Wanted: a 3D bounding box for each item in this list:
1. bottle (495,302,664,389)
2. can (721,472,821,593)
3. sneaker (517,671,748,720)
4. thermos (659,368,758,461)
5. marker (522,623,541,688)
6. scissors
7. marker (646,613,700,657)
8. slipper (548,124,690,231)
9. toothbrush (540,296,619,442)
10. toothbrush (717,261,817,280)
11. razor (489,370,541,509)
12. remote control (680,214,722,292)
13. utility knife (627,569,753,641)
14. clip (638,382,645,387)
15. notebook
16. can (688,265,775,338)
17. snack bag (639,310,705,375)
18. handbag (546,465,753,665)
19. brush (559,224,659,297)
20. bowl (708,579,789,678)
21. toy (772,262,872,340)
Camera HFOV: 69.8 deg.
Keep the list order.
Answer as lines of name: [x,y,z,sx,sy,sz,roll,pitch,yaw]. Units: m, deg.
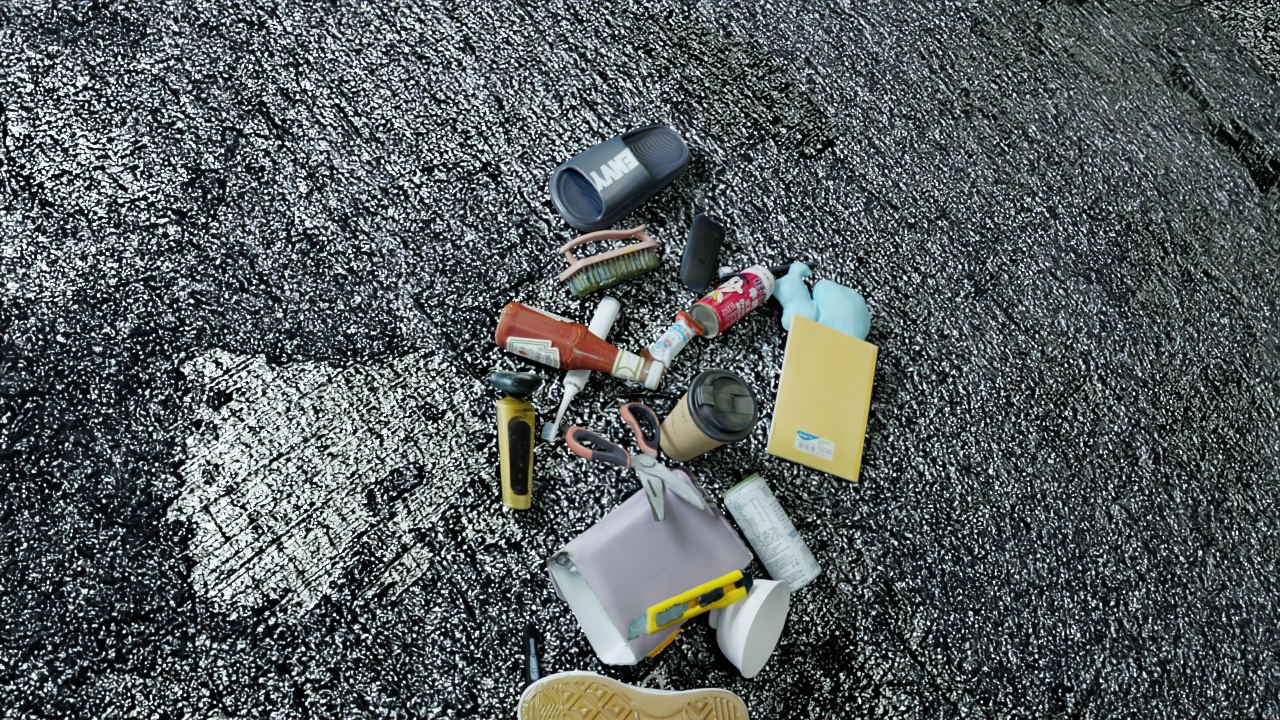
bottle: [-0.073,-0.013,1.115,0.206,0.060,0.059,19,58,1]
can: [0.163,0.215,1.143,0.058,0.058,0.146,-26,79,-33]
sneaker: [-0.010,0.380,0.962,0.241,0.088,0.118,5,57,-10]
thermos: [0.077,0.072,1.121,0.093,0.144,0.093,11,62,-22]
marker: [-0.113,0.342,0.975,0.018,0.015,0.124,6,62,-29]
scissors: [-0.006,0.111,1.075,0.225,0.015,0.188,15,34,18]
marker: [0.054,0.296,1.048,0.123,0.018,0.015,-37,92,-9]
slipper: [-0.019,-0.278,1.287,0.110,0.084,0.267,49,54,6]
toothbrush: [-0.075,0.010,1.151,0.026,0.027,0.220,17,57,9]
toothbrush: [0.190,-0.136,1.356,0.180,0.016,0.018,-8,61,-28]
razor: [-0.142,0.090,1.060,0.062,0.068,0.167,5,70,-23]
remote control: [0.090,-0.158,1.313,0.053,0.024,0.136,23,58,-15]
utility knife: [0.056,0.264,0.986,0.177,0.015,0.033,-13,85,-35]
clip: [-0.010,0.007,1.187,0.058,0.044,0.027,30,59,1]
notebook: [0.255,0.051,1.274,0.145,0.010,0.206,19,70,-17]
can: [0.129,-0.084,1.278,0.132,0.053,0.053,-34,84,-34]
snack bag: [0.043,-0.025,1.224,0.045,0.026,0.105,46,58,-3]
handbag: [0.008,0.227,1.036,0.196,0.099,0.145,-31,94,-35]
brush: [-0.037,-0.139,1.219,0.145,0.063,0.073,-22,87,-33]
bowl: [0.119,0.301,1.068,0.065,0.118,0.118,18,49,30]
toy: [0.273,-0.072,1.341,0.156,0.050,0.161,-16,84,-20]
